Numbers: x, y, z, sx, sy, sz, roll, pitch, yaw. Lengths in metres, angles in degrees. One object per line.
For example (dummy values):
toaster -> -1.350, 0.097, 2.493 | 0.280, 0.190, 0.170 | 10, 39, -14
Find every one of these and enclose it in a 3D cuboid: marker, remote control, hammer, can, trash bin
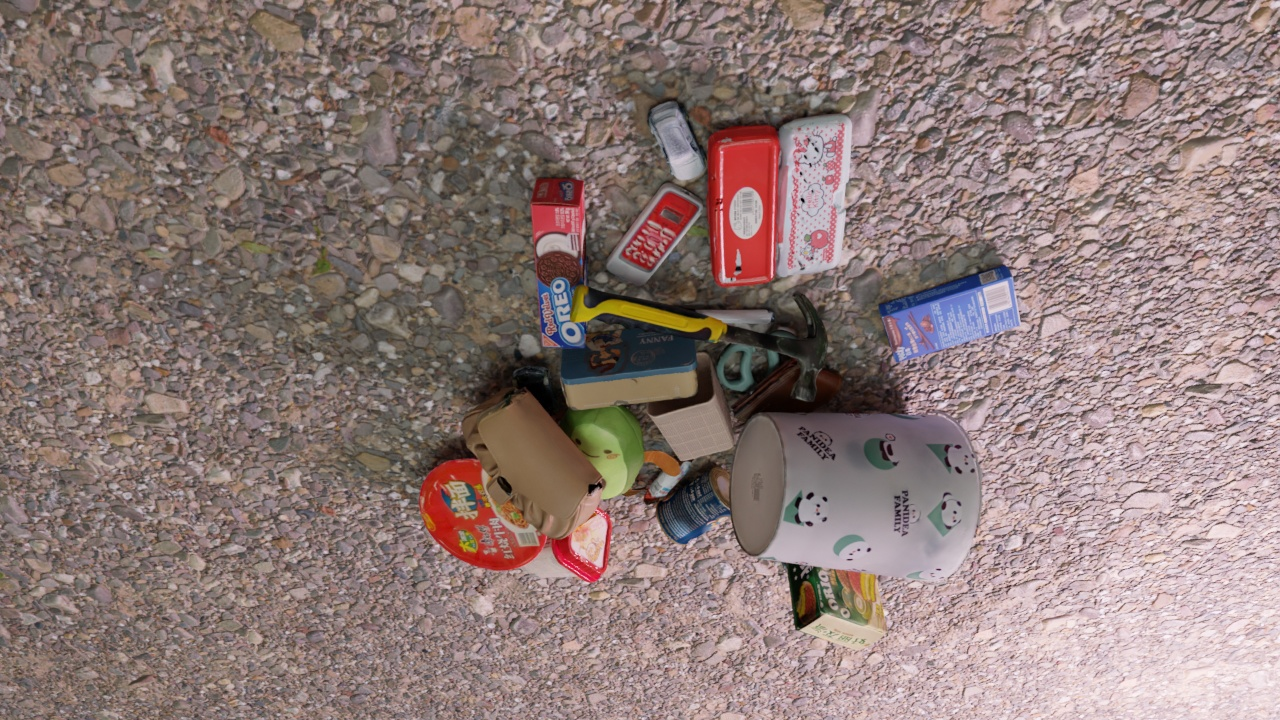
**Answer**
marker -> 0.101, -0.056, 1.133 | 0.130, 0.022, 0.018 | 0, 143, -4
remote control -> 0.015, -0.142, 1.051 | 0.056, 0.020, 0.136 | 25, 127, -23
hammer -> 0.076, -0.040, 1.077 | 0.323, 0.032, 0.126 | 12, 92, -18
can -> 0.087, 0.212, 1.339 | 0.111, 0.075, 0.075 | -37, 123, 28
trash bin -> 0.263, 0.167, 1.183 | 0.251, 0.229, 0.230 | 7, 132, -14

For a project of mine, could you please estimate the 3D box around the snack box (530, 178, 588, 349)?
snack box -> -0.091, -0.107, 1.057 | 0.057, 0.058, 0.208 | 2, 132, 1

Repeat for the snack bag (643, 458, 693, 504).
snack bag -> 0.041, 0.171, 1.331 | 0.045, 0.026, 0.106 | -3, 140, -46

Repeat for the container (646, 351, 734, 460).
container -> 0.067, 0.065, 1.198 | 0.090, 0.090, 0.111 | -16, 134, 13

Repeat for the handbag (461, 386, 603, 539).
handbag -> -0.141, 0.131, 1.165 | 0.204, 0.099, 0.148 | 48, 143, 4

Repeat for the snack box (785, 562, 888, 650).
snack box -> 0.265, 0.276, 1.291 | 0.114, 0.239, 0.063 | 23, 130, -22

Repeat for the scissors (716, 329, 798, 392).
scissors -> 0.144, 0.027, 1.204 | 0.139, 0.019, 0.180 | -6, 140, -9

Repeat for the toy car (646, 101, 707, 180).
toy car -> 0.039, -0.229, 0.965 | 0.043, 0.034, 0.090 | -20, 131, 12

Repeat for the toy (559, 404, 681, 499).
toy -> -0.057, 0.126, 1.243 | 0.227, 0.089, 0.247 | 9, 142, 2

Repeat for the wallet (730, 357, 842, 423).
wallet -> 0.192, 0.047, 1.203 | 0.101, 0.032, 0.125 | 19, 130, -38

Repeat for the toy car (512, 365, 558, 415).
toy car -> -0.137, 0.039, 1.205 | 0.049, 0.031, 0.106 | -6, 143, 2

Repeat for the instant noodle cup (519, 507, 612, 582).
instant noodle cup -> -0.123, 0.269, 1.367 | 0.124, 0.116, 0.116 | -18, 137, 29

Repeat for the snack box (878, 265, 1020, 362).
snack box -> 0.381, -0.056, 1.133 | 0.157, 0.026, 0.084 | -18, 130, 15

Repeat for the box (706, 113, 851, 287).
box -> 0.153, -0.171, 1.015 | 0.158, 0.037, 0.201 | -6, 133, 1

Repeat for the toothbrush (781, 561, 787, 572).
toothbrush -> 0.206, 0.281, 1.444 | 0.016, 0.018, 0.192 | -18, 130, 15

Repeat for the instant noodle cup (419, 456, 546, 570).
instant noodle cup -> -0.214, 0.206, 1.309 | 0.194, 0.065, 0.194 | 7, 118, 13

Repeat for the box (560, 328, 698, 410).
box -> -0.007, 0.007, 1.142 | 0.184, 0.089, 0.060 | -10, 132, 4
